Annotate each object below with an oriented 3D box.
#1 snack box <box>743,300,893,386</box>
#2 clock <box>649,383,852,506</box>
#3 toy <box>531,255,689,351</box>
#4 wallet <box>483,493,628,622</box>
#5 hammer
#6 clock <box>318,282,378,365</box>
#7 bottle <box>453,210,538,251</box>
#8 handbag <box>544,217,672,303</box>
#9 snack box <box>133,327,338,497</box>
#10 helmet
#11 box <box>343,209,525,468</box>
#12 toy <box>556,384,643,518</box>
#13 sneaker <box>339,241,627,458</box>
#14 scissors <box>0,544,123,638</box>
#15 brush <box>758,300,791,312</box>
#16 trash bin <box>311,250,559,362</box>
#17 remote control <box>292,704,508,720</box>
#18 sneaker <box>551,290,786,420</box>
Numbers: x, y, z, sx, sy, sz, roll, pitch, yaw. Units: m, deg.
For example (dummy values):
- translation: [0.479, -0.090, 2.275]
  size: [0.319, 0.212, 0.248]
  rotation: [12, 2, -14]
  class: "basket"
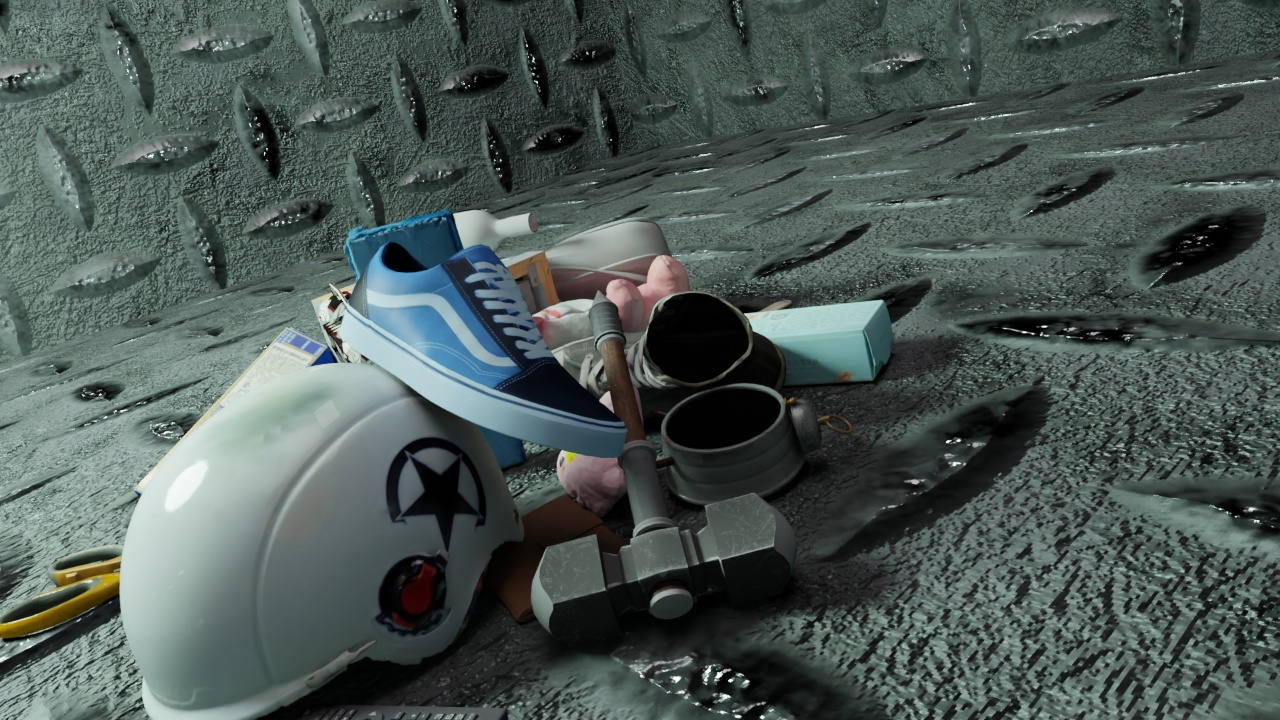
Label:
- translation: [0.136, -0.013, 0.842]
  size: [0.175, 0.053, 0.074]
  rotation: [-6, 19, 31]
  class: "snack box"
- translation: [0.078, 0.058, 0.662]
  size: [0.148, 0.056, 0.103]
  rotation: [-11, 26, 13]
  class: "clock"
- translation: [-0.047, -0.021, 0.916]
  size: [0.212, 0.084, 0.142]
  rotation: [-22, -24, -29]
  class: "toy"
- translation: [-0.064, 0.131, 0.625]
  size: [0.087, 0.013, 0.121]
  rotation: [-26, 20, -20]
  class: "wallet"
- translation: [-0.009, 0.040, 0.632]
  size: [0.156, 0.043, 0.321]
  rotation: [-15, 38, 0]
  class: "hammer"
- translation: [-0.258, -0.013, 0.891]
  size: [0.065, 0.155, 0.114]
  rotation: [-30, 48, -20]
  class: "clock"
- translation: [-0.203, -0.134, 1.008]
  size: [0.195, 0.052, 0.052]
  rotation: [-7, 19, 23]
  class: "bottle"
- translation: [-0.064, -0.072, 1.078]
  size: [0.223, 0.095, 0.216]
  rotation: [-15, -23, 7]
  class: "handbag"
- translation: [-0.371, 0.064, 0.865]
  size: [0.056, 0.057, 0.206]
  rotation: [23, 57, 16]
  class: "snack box"
- translation: [-0.220, 0.097, 0.598]
  size: [0.237, 0.164, 0.263]
  rotation: [-4, 24, 37]
  class: "helmet"
- translation: [-0.168, -0.004, 0.766]
  size: [0.093, 0.232, 0.048]
  rotation: [-11, 21, 3]
  class: "box"
- translation: [-0.030, 0.075, 0.690]
  size: [0.103, 0.050, 0.093]
  rotation: [-52, 26, 31]
  class: "toy"
- translation: [-0.102, -0.020, 0.595]
  size: [0.241, 0.098, 0.083]
  rotation: [26, 9, 31]
  class: "sneaker"
- translation: [-0.424, 0.171, 0.788]
  size: [0.225, 0.016, 0.162]
  rotation: [-19, 18, -15]
  class: "scissors"
- translation: [0.095, -0.030, 1.001]
  size: [0.217, 0.012, 0.033]
  rotation: [-27, 20, -38]
  class: "brush"
- translation: [-0.217, -0.025, 1.015]
  size: [0.247, 0.142, 0.142]
  rotation: [2, 24, 43]
  class: "trash bin"
- translation: [-0.131, 0.195, 0.477]
  size: [0.137, 0.015, 0.032]
  rotation: [-9, 18, 25]
  class: "remote control"
- translation: [-0.005, 0.005, 0.769]
  size: [0.235, 0.095, 0.120]
  rotation: [-2, -17, 18]
  class: "sneaker"
